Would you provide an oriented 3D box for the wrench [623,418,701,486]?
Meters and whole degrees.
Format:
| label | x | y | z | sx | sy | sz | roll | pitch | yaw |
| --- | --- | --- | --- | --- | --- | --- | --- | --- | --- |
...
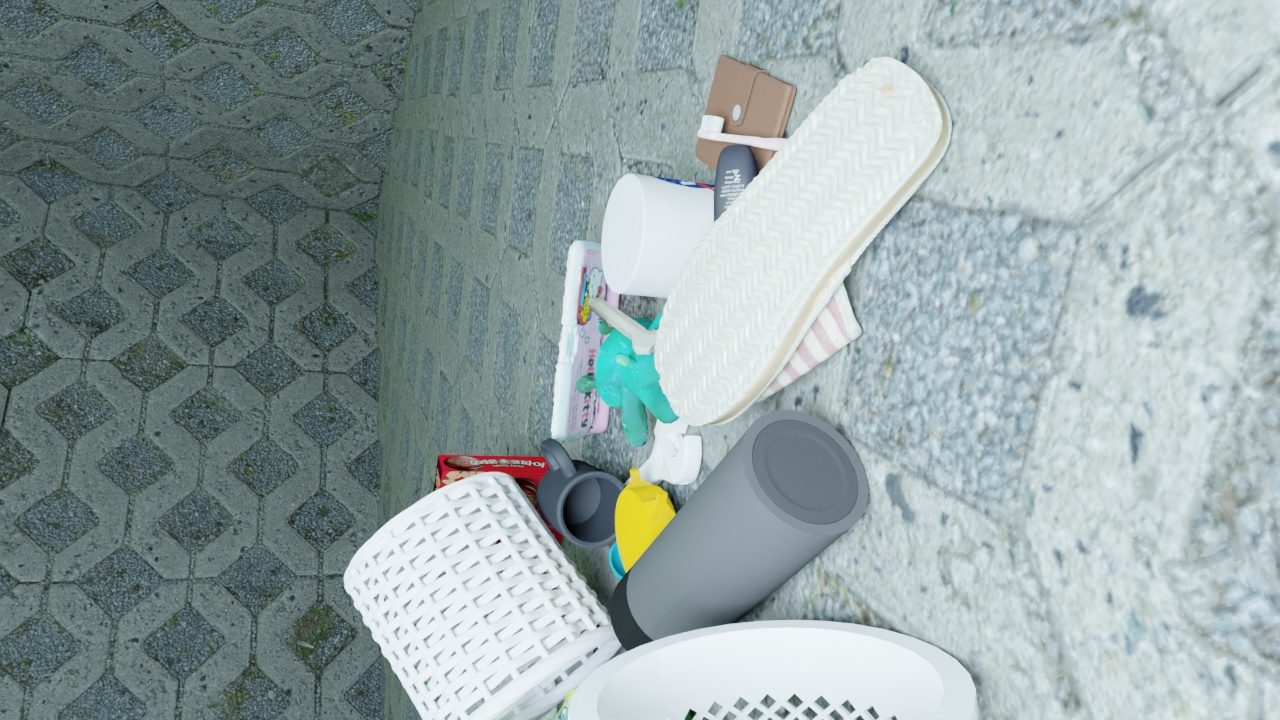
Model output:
| label | x | y | z | sx | sy | sz | roll | pitch | yaw |
| --- | --- | --- | --- | --- | --- | --- | --- | --- | --- |
| wrench | -0.004 | 0.122 | 0.860 | 0.274 | 0.018 | 0.066 | 126 | 141 | -55 |

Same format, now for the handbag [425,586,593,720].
| label | x | y | z | sx | sy | sz | roll | pitch | yaw |
| --- | --- | --- | --- | --- | --- | --- | --- | --- | --- |
| handbag | -0.134 | 0.310 | 0.939 | 0.074 | 0.175 | 0.151 | 140 | 130 | -61 |

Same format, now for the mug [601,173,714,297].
| label | x | y | z | sx | sy | sz | roll | pitch | yaw |
| --- | --- | --- | --- | --- | --- | --- | --- | --- | --- |
| mug | 0.021 | -0.092 | 0.729 | 0.121 | 0.090 | 0.091 | 160 | 112 | -66 |

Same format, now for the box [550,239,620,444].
| label | x | y | z | sx | sy | sz | roll | pitch | yaw |
| --- | --- | --- | --- | --- | --- | --- | --- | --- | --- |
| box | -0.050 | -0.020 | 0.939 | 0.153 | 0.066 | 0.201 | -100 | 16 | -84 |

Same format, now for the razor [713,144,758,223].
| label | x | y | z | sx | sy | sz | roll | pitch | yaw |
| --- | --- | --- | --- | --- | --- | --- | --- | --- | --- |
| razor | 0.070 | -0.082 | 0.655 | 0.052 | 0.047 | 0.143 | -12 | -80 | -70 |

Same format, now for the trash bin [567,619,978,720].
| label | x | y | z | sx | sy | sz | roll | pitch | yaw |
| --- | --- | --- | --- | --- | --- | --- | --- | --- | --- |
| trash bin | 0.072 | 0.259 | 0.456 | 0.196 | 0.195 | 0.199 | 180 | 84 | -68 |

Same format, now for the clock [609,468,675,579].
| label | x | y | z | sx | sy | sz | roll | pitch | yaw |
| --- | --- | --- | --- | --- | --- | --- | --- | --- | --- |
| clock | 0.005 | 0.163 | 0.781 | 0.099 | 0.043 | 0.130 | -149 | 57 | -63 |

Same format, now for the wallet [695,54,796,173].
| label | x | y | z | sx | sy | sz | roll | pitch | yaw |
| --- | --- | --- | --- | --- | --- | --- | --- | --- | --- |
| wallet | 0.077 | -0.181 | 0.706 | 0.121 | 0.013 | 0.087 | -126 | 44 | -55 |

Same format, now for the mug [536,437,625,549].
| label | x | y | z | sx | sy | sz | roll | pitch | yaw |
| --- | --- | --- | --- | --- | --- | --- | --- | --- | --- |
| mug | -0.062 | 0.120 | 0.863 | 0.105 | 0.071 | 0.077 | 62 | 164 | -12 |

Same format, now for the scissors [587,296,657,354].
| label | x | y | z | sx | sy | sz | roll | pitch | yaw |
| --- | --- | --- | --- | --- | --- | --- | --- | --- | --- |
| scissors | 0.018 | -0.029 | 0.740 | 0.180 | 0.184 | 0.015 | 4 | 130 | 33 |

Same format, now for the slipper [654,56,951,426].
| label | x | y | z | sx | sy | sz | roll | pitch | yaw |
| --- | --- | --- | --- | --- | --- | --- | --- | --- | --- |
| slipper | 0.098 | -0.061 | 0.572 | 0.264 | 0.052 | 0.115 | -55 | 51 | 32 |

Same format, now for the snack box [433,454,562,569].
| label | x | y | z | sx | sy | sz | roll | pitch | yaw |
| --- | --- | --- | --- | --- | --- | --- | --- | --- | --- |
| snack box | -0.164 | 0.177 | 1.064 | 0.036 | 0.152 | 0.133 | -127 | 45 | -58 |

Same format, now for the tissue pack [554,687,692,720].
| label | x | y | z | sx | sy | sz | roll | pitch | yaw |
| --- | --- | --- | --- | --- | --- | --- | --- | --- | --- |
| tissue pack | 0.010 | 0.326 | 0.678 | 0.197 | 0.120 | 0.142 | 63 | 142 | 40 |

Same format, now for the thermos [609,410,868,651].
| label | x | y | z | sx | sy | sz | roll | pitch | yaw |
| --- | --- | --- | --- | --- | --- | --- | --- | --- | --- |
| thermos | 0.055 | 0.131 | 0.624 | 0.241 | 0.082 | 0.082 | 121 | 145 | -49 |

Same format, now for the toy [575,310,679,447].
| label | x | y | z | sx | sy | sz | roll | pitch | yaw |
| --- | --- | --- | --- | --- | --- | --- | --- | --- | --- |
| toy | -0.005 | 0.005 | 0.798 | 0.193 | 0.072 | 0.130 | 19 | 89 | 68 |

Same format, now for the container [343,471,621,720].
| label | x | y | z | sx | sy | sz | roll | pitch | yaw |
| --- | --- | --- | --- | --- | --- | --- | --- | --- | --- |
| container | -0.142 | 0.231 | 0.837 | 0.186 | 0.188 | 0.190 | 51 | 140 | 21 |

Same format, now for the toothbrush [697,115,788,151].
| label | x | y | z | sx | sy | sz | roll | pitch | yaw |
| --- | --- | --- | --- | --- | --- | --- | --- | --- | --- |
| toothbrush | 0.090 | -0.156 | 0.644 | 0.181 | 0.015 | 0.018 | 34 | 114 | 57 |
